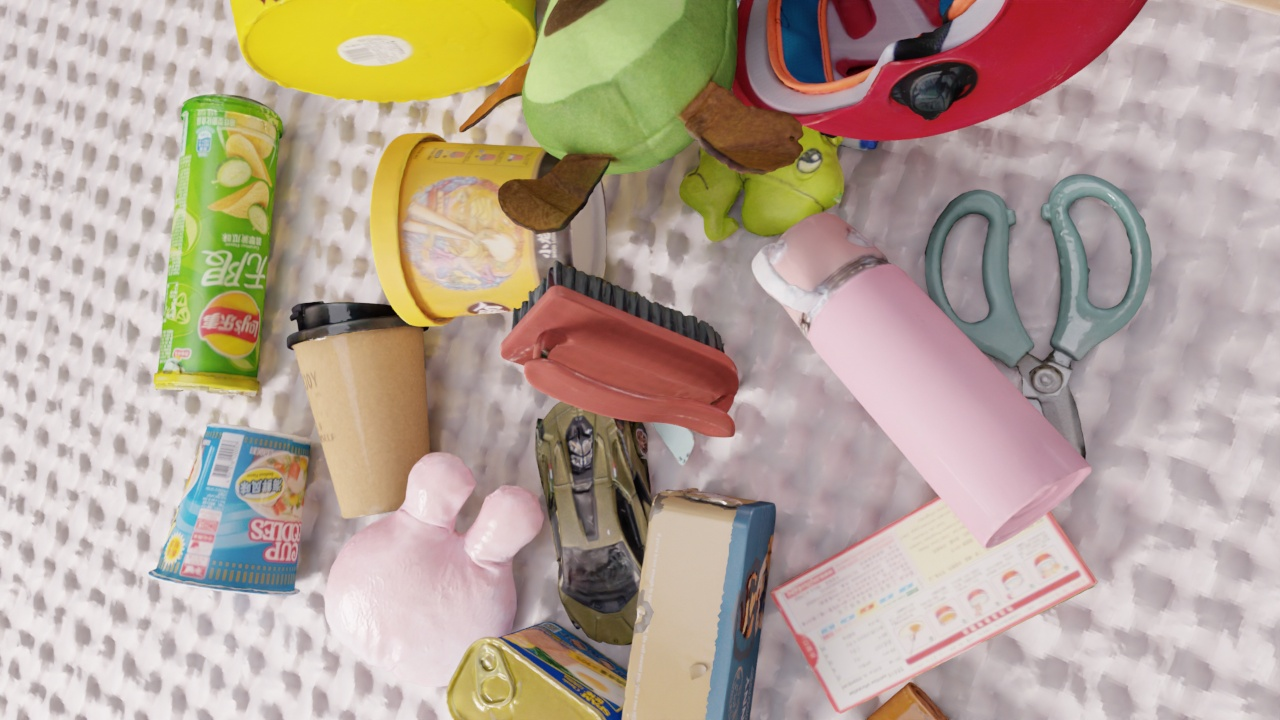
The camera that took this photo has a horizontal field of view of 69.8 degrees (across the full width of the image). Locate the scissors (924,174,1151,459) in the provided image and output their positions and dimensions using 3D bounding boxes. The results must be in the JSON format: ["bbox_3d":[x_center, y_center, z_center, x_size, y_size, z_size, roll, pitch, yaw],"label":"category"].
[{"bbox_3d":[0.208,-0.016,0.513,0.144,0.019,0.180,6,88,20],"label":"scissors"}]

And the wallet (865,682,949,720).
[{"bbox_3d":[0.142,0.264,0.496,0.131,0.035,0.119,-47,71,11],"label":"wallet"}]

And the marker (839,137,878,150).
[{"bbox_3d":[0.077,-0.152,0.576,0.146,0.017,0.017,17,90,21],"label":"marker"}]

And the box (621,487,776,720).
[{"bbox_3d":[0.033,0.165,0.520,0.061,0.089,0.184,5,88,20],"label":"box"}]

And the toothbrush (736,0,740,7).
[{"bbox_3d":[0.049,-0.259,0.601,0.016,0.016,0.180,-28,73,13],"label":"toothbrush"}]

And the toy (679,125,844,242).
[{"bbox_3d":[0.076,-0.110,0.563,0.100,0.031,0.097,31,109,21],"label":"toy"}]

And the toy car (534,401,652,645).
[{"bbox_3d":[-0.024,0.099,0.574,0.070,0.042,0.158,-15,82,19],"label":"toy car"}]

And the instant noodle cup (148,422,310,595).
[{"bbox_3d":[-0.279,0.102,0.644,0.099,0.099,0.109,5,79,21],"label":"instant noodle cup"}]

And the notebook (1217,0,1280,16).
[{"bbox_3d":[0.391,-0.273,0.478,0.148,0.008,0.207,27,93,21],"label":"notebook"}]

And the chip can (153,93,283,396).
[{"bbox_3d":[-0.313,-0.086,0.684,0.073,0.072,0.221,1,85,20],"label":"chip can"}]

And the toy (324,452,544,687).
[{"bbox_3d":[-0.127,0.135,0.583,0.121,0.054,0.160,29,105,-12],"label":"toy"}]

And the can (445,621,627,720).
[{"bbox_3d":[-0.050,0.204,0.548,0.102,0.083,0.057,29,94,21],"label":"can"}]

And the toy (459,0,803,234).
[{"bbox_3d":[-0.006,-0.172,0.502,0.227,0.090,0.246,-19,48,16],"label":"toy"}]

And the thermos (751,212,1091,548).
[{"bbox_3d":[0.137,0.003,0.487,0.198,0.087,0.067,55,129,27],"label":"thermos"}]

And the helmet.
[{"bbox_3d":[0.167,-0.208,0.476,0.241,0.143,0.206,-44,39,46],"label":"helmet"}]

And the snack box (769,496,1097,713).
[{"bbox_3d":[0.158,0.125,0.510,0.156,0.027,0.077,-33,74,14],"label":"snack box"}]

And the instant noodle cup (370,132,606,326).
[{"bbox_3d":[-0.085,-0.080,0.560,0.114,0.118,0.118,0,84,10],"label":"instant noodle cup"}]

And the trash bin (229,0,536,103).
[{"bbox_3d":[-0.171,-0.320,0.587,0.230,0.229,0.255,-9,87,19],"label":"trash bin"}]

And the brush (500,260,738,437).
[{"bbox_3d":[-0.003,0.003,0.528,0.063,0.145,0.069,-42,40,39],"label":"brush"}]

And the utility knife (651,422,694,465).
[{"bbox_3d":[-0.030,-0.023,0.599,0.034,0.018,0.218,-39,72,10],"label":"utility knife"}]

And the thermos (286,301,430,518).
[{"bbox_3d":[-0.182,0.030,0.618,0.093,0.093,0.143,-10,88,19],"label":"thermos"}]
